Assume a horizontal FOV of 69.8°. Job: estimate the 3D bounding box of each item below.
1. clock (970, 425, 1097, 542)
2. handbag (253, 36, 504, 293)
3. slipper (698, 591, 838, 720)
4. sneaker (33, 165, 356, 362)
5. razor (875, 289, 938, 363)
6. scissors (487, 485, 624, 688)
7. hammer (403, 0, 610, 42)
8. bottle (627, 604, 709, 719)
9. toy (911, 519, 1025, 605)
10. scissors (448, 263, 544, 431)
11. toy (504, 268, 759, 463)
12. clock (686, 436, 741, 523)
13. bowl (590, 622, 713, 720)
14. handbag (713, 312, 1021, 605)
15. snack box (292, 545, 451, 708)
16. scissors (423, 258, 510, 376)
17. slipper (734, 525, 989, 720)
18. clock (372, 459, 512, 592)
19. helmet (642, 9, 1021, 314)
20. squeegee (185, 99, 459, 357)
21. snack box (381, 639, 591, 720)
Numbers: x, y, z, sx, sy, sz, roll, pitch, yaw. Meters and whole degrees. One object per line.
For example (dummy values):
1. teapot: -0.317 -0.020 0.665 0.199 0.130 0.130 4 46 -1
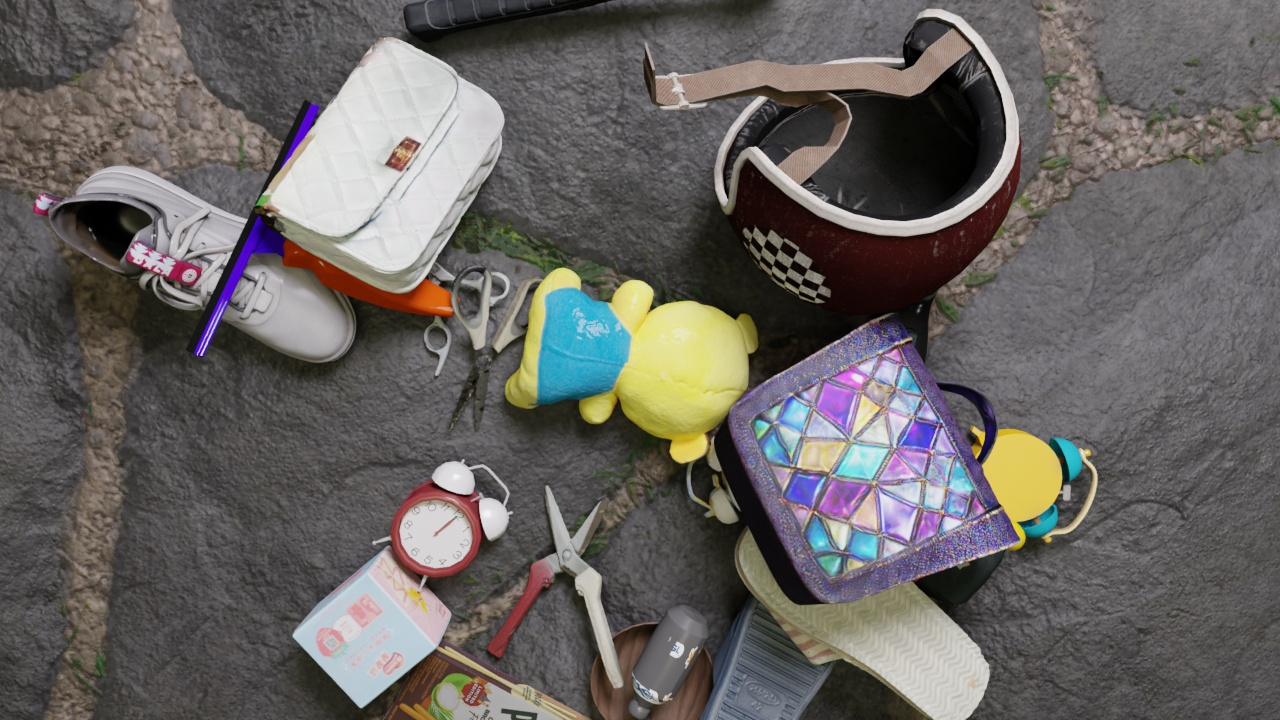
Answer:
1. clock: 0.365 0.114 0.870 0.129 0.043 0.099 21 98 2
2. handbag: -0.206 -0.164 0.756 0.139 0.073 0.194 28 69 -6
3. slipper: 0.110 0.295 0.864 0.101 0.083 0.263 33 72 -7
4. sneaker: -0.366 -0.077 0.774 0.263 0.128 0.097 31 100 -10
5. razor: 0.241 -0.029 0.831 0.053 0.063 0.140 5 98 -1
6. scissors: -0.066 0.227 0.870 0.179 0.015 0.200 43 102 13
7. hammer: -0.033 -0.313 0.765 0.333 0.117 0.025 -9 97 5
8. bottle: 0.023 0.281 0.849 0.047 0.047 0.112 27 97 -6
9. toy: 0.274 0.164 0.851 0.119 0.099 0.098 43 141 16
10. scissors: -0.132 -0.014 0.837 0.153 0.012 0.163 -27 123 -16
11. toy: -0.005 0.005 0.820 0.214 0.084 0.149 16 107 -6
12. clock: 0.106 0.108 0.857 0.125 0.052 0.089 -5 100 2
13. bowl: 0.011 0.305 0.893 0.119 0.032 0.119 0 99 -2
14. handbag: 0.193 0.086 0.760 0.222 0.125 0.204 -23 77 -8
15. snack box: -0.246 0.245 0.852 0.093 0.079 0.095 -40 96 4
16. scissors: -0.192 -0.070 0.838 0.141 0.014 0.165 19 102 2
17. slipper: 0.195 0.230 0.829 0.263 0.052 0.115 38 75 -3
18. clock: -0.180 0.149 0.857 0.124 0.044 0.087 -40 98 6
19. helmet: 0.165 -0.153 0.713 0.233 0.254 0.234 -39 75 -9
20. squeegee: -0.246 -0.080 0.793 0.184 0.055 0.249 23 64 -19
21. snack box: -0.149 0.359 0.897 0.186 0.031 0.101 31 97 -6
